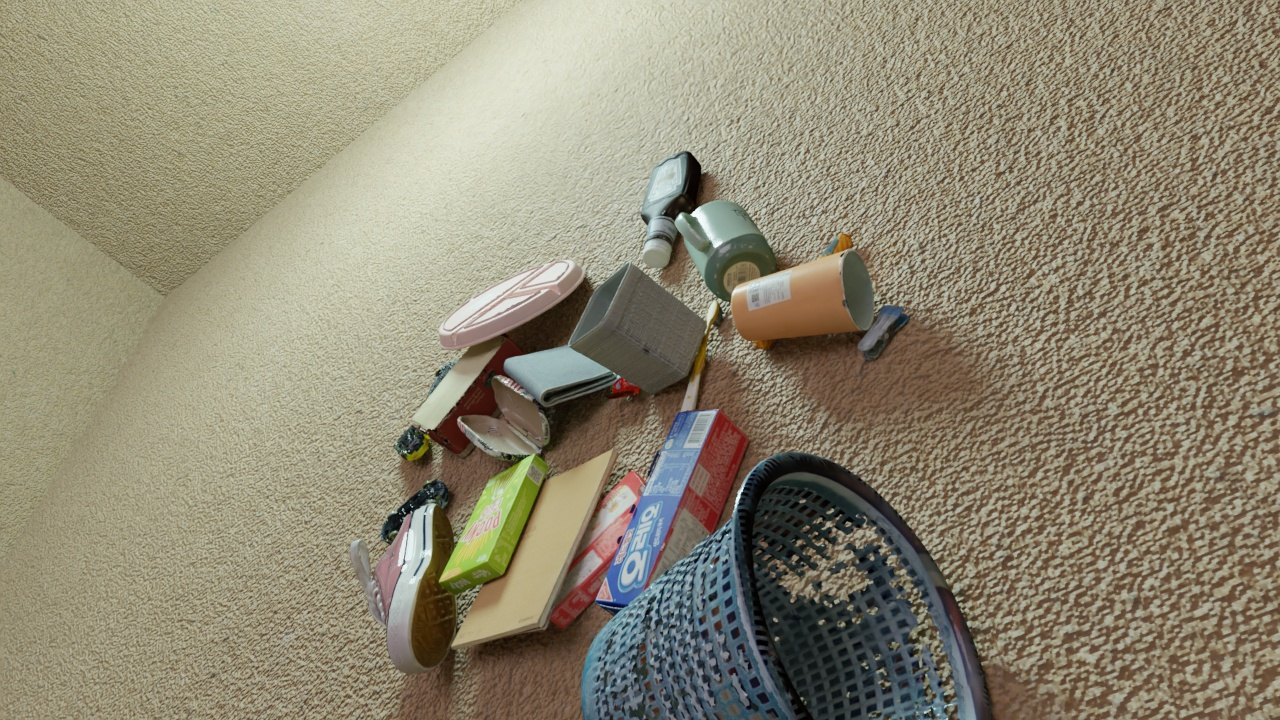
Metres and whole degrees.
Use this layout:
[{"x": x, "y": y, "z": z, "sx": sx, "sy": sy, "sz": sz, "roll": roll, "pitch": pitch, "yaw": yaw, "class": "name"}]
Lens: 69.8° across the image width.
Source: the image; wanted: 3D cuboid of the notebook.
[{"x": -0.106, "y": 0.192, "z": 0.933, "sx": 0.150, "sy": 0.012, "sz": 0.210, "roll": -28, "pitch": 27, "yaw": 41, "class": "notebook"}]

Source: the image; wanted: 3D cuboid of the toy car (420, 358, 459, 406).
[{"x": -0.285, "y": 0.044, "z": 1.331, "sx": 0.049, "sy": 0.031, "sz": 0.106, "roll": -20, "pitch": 36, "yaw": 35, "class": "toy car"}]

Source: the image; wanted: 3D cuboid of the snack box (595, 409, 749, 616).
[{"x": 0.031, "y": 0.142, "z": 0.831, "sx": 0.057, "sy": 0.058, "sz": 0.207, "roll": -7, "pitch": 47, "yaw": 44, "class": "snack box"}]

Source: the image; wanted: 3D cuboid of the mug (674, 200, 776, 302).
[{"x": 0.090, "y": -0.126, "z": 1.021, "sx": 0.082, "sy": 0.111, "sz": 0.106, "roll": -53, "pitch": 30, "yaw": 23, "class": "mug"}]

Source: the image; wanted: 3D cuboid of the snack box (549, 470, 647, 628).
[{"x": -0.041, "y": 0.183, "z": 0.897, "sx": 0.153, "sy": 0.025, "sz": 0.075, "roll": -45, "pitch": 31, "yaw": -1, "class": "snack box"}]

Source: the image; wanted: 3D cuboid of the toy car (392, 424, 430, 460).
[{"x": -0.317, "y": 0.116, "z": 1.288, "sx": 0.048, "sy": 0.032, "sz": 0.105, "roll": -52, "pitch": 21, "yaw": -10, "class": "toy car"}]

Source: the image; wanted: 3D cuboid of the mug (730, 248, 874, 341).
[{"x": 0.154, "y": -0.057, "z": 0.886, "sx": 0.123, "sy": 0.078, "sz": 0.078, "roll": -10, "pitch": 45, "yaw": 33, "class": "mug"}]

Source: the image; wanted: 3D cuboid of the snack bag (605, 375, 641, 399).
[{"x": -0.006, "y": 0.006, "z": 1.061, "sx": 0.045, "sy": 0.026, "sz": 0.105, "roll": -18, "pitch": 39, "yaw": 39, "class": "snack bag"}]

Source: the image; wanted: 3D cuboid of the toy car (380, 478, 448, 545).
[{"x": -0.283, "y": 0.194, "z": 1.157, "sx": 0.105, "sy": 0.031, "sz": 0.049, "roll": -39, "pitch": 31, "yaw": 7, "class": "toy car"}]

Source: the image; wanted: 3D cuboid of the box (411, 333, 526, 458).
[{"x": -0.230, "y": 0.037, "z": 1.232, "sx": 0.168, "sy": 0.078, "sz": 0.091, "roll": -54, "pitch": 33, "yaw": -15, "class": "box"}]

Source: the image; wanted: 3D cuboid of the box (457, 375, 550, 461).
[{"x": -0.170, "y": 0.076, "z": 1.121, "sx": 0.086, "sy": 0.076, "sz": 0.162, "roll": -24, "pitch": 27, "yaw": -25, "class": "box"}]

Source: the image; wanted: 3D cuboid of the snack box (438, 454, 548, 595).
[{"x": -0.159, "y": 0.178, "z": 1.008, "sx": 0.086, "sy": 0.026, "sz": 0.156, "roll": -30, "pitch": 25, "yaw": 36, "class": "snack box"}]

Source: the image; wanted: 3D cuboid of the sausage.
[{"x": 0.170, "y": -0.072, "z": 0.953, "sx": 0.165, "sy": 0.021, "sz": 0.021, "roll": -50, "pitch": 32, "yaw": -8, "class": "sausage"}]

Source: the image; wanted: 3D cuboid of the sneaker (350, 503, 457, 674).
[{"x": -0.256, "y": 0.250, "z": 0.995, "sx": 0.088, "sy": 0.118, "sz": 0.240, "roll": -22, "pitch": 29, "yaw": 3, "class": "sneaker"}]

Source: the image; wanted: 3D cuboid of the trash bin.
[{"x": 0.076, "y": 0.202, "z": 0.594, "sx": 0.196, "sy": 0.226, "sz": 0.226, "roll": -38, "pitch": 30, "yaw": 34, "class": "trash bin"}]

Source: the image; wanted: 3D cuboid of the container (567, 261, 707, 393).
[{"x": 0.000, "y": -0.030, "z": 0.997, "sx": 0.090, "sy": 0.114, "sz": 0.090, "roll": -31, "pitch": 30, "yaw": 56, "class": "container"}]

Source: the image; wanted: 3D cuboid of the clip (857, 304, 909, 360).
[{"x": 0.221, "y": -0.026, "z": 0.845, "sx": 0.057, "sy": 0.036, "sz": 0.025, "roll": -51, "pitch": 35, "yaw": -11, "class": "clip"}]

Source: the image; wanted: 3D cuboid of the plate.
[{"x": -0.185, "y": -0.084, "z": 1.293, "sx": 0.230, "sy": 0.028, "sz": 0.229, "roll": -24, "pitch": 19, "yaw": 9, "class": "plate"}]

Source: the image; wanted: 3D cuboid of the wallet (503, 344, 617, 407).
[{"x": -0.095, "y": 0.018, "z": 1.109, "sx": 0.106, "sy": 0.037, "sz": 0.130, "roll": -15, "pitch": 22, "yaw": -23, "class": "wallet"}]

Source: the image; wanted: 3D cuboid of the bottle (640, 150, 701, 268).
[{"x": 0.036, "y": -0.202, "z": 1.236, "sx": 0.080, "sy": 0.044, "sz": 0.194, "roll": -21, "pitch": 40, "yaw": 34, "class": "bottle"}]

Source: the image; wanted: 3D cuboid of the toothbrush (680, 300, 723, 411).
[{"x": 0.065, "y": 0.011, "z": 0.987, "sx": 0.016, "sy": 0.018, "sz": 0.190, "roll": -17, "pitch": 43, "yaw": 40, "class": "toothbrush"}]
